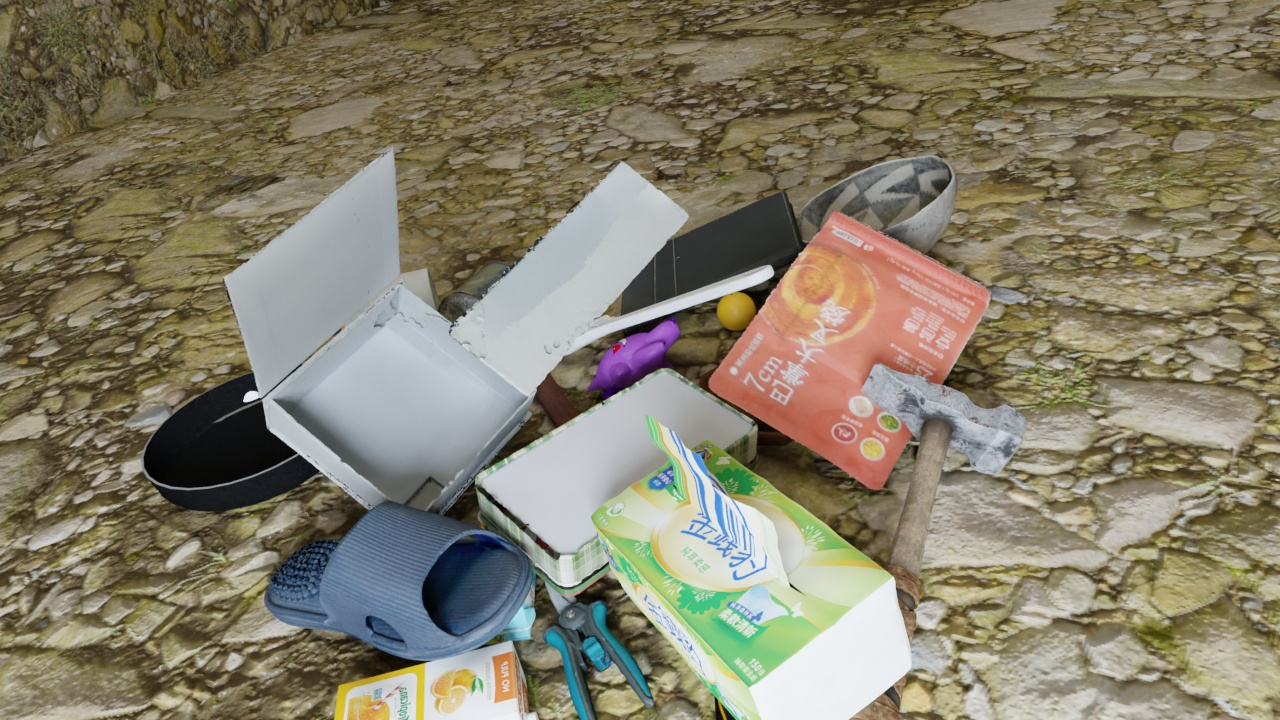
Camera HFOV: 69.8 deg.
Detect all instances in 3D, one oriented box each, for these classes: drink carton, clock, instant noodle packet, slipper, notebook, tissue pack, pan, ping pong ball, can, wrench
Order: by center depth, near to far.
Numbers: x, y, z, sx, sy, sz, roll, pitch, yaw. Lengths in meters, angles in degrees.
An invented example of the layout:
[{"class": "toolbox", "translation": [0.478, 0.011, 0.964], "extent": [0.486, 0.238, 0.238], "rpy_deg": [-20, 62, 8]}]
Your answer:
[{"class": "tissue pack", "translation": [0.051, 0.111, 0.547], "extent": [0.120, 0.141, 0.198], "rpy_deg": [-35, 33, -22]}, {"class": "drink carton", "translation": [-0.128, 0.227, 0.585], "extent": [0.122, 0.040, 0.058], "rpy_deg": [-14, 32, -3]}, {"class": "slipper", "translation": [-0.189, 0.142, 0.655], "extent": [0.264, 0.082, 0.101], "rpy_deg": [-6, 30, 36]}, {"class": "drink carton", "translation": [-0.100, 0.155, 0.691], "extent": [0.044, 0.039, 0.128], "rpy_deg": [-7, 32, 0]}, {"class": "instant noodle packet", "translation": [0.179, -0.009, 0.785], "extent": [0.164, 0.084, 0.220], "rpy_deg": [32, 54, 13]}, {"class": "wrench", "translation": [0.015, -0.048, 0.895], "extent": [0.274, 0.018, 0.066], "rpy_deg": [-17, 12, 41]}, {"class": "pan", "translation": [-0.308, 0.054, 0.913], "extent": [0.355, 0.044, 0.204], "rpy_deg": [-14, 32, -4]}, {"class": "ping pong ball", "translation": [0.099, -0.051, 0.947], "extent": [0.040, 0.040, 0.040], "rpy_deg": [-8, 32, 5]}, {"class": "can", "translation": [-0.159, -0.051, 0.986], "extent": [0.090, 0.090, 0.074], "rpy_deg": [7, 36, 28]}, {"class": "notebook", "translation": [0.075, -0.112, 1.017], "extent": [0.209, 0.029, 0.169], "rpy_deg": [-20, 28, 14]}, {"class": "clock", "translation": [-0.116, -0.080, 1.057], "extent": [0.138, 0.048, 0.096], "rpy_deg": [9, 37, 29]}]

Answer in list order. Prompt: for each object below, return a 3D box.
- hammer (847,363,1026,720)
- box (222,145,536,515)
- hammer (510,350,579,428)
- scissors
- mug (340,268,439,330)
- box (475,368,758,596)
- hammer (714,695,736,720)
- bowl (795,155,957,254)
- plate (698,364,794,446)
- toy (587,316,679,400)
[{"class": "hammer", "translation": [0.181, 0.125, 0.624], "extent": [0.121, 0.049, 0.317], "rpy_deg": [23, 47, 9]}, {"class": "box", "translation": [-0.276, -0.095, 0.700], "extent": [0.173, 0.513, 0.166], "rpy_deg": [4, 44, 42]}, {"class": "hammer", "translation": [-0.059, 0.064, 0.832], "extent": [0.111, 0.028, 0.300], "rpy_deg": [-22, 33, -15]}, {"class": "scissors", "translation": [-0.032, 0.195, 0.624], "extent": [0.144, 0.019, 0.126], "rpy_deg": [1, 39, 31]}, {"class": "mug", "translation": [-0.282, -0.054, 1.039], "extent": [0.105, 0.082, 0.082], "rpy_deg": [-15, 32, -7]}, {"class": "box", "translation": [-0.015, 0.087, 0.703], "extent": [0.205, 0.050, 0.118], "rpy_deg": [-32, 48, -33]}, {"class": "hammer", "translation": [0.059, 0.204, 0.571], "extent": [0.123, 0.036, 0.320], "rpy_deg": [-11, 30, 0]}, {"class": "bowl", "translation": [0.263, -0.144, 0.996], "extent": [0.179, 0.081, 0.178], "rpy_deg": [-25, 28, 14]}, {"class": "plate", "translation": [0.112, 0.036, 0.820], "extent": [0.131, 0.025, 0.131], "rpy_deg": [-9, 32, 5]}, {"class": "toy", "translation": [-0.006, 0.005, 0.881], "extent": [0.087, 0.056, 0.106], "rpy_deg": [-26, 0, -31]}]
